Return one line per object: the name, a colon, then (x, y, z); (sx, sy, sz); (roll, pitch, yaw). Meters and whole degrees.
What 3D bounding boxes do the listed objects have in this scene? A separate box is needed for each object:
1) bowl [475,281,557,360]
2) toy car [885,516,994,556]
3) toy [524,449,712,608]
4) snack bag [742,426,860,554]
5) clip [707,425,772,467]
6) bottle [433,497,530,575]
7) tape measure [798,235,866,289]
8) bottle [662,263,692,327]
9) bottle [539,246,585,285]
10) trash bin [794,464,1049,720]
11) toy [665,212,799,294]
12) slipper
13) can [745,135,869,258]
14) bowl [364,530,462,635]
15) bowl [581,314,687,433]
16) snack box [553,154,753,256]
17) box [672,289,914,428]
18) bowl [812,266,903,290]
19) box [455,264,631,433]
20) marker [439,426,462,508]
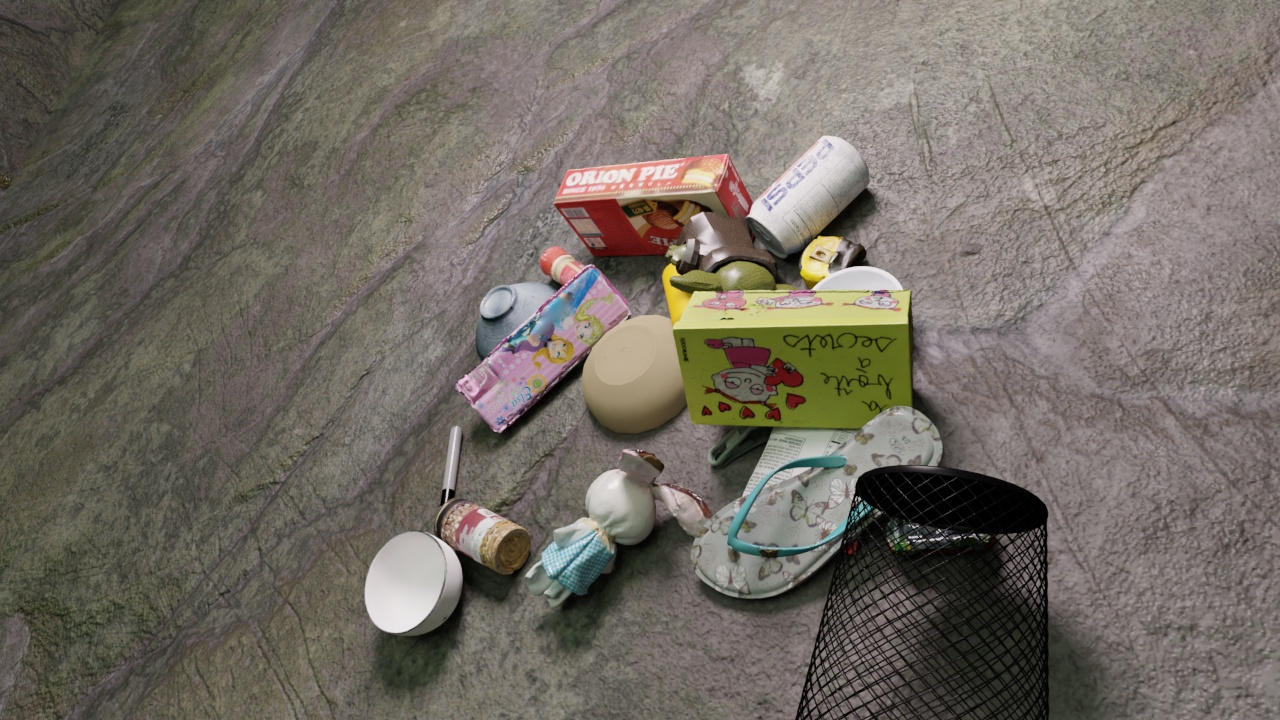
bowl: (-0.174, -0.062, 1.210); (0.137, 0.057, 0.136); (-16, 51, 21)
toy car: (0.262, 0.151, 0.808); (0.091, 0.036, 0.042); (-8, 56, 21)
toy: (-0.035, 0.177, 0.953); (0.205, 0.131, 0.105); (-44, 16, 8)
snack bag: (0.173, 0.104, 0.895); (0.131, 0.039, 0.143); (13, 67, 35)
clip: (0.101, 0.086, 0.959); (0.076, 0.059, 0.023); (-40, 44, 20)
bottle: (-0.178, 0.196, 1.031); (0.105, 0.056, 0.056); (17, 68, 38)
tape measure: (0.209, -0.108, 1.024); (0.064, 0.037, 0.065); (24, 73, 39)
bottle: (0.054, -0.063, 1.057); (0.043, 0.043, 0.143); (-27, 33, 12)
bottle: (-0.089, -0.112, 1.203); (0.044, 0.044, 0.109); (-47, 48, -6)
trash bin: (0.219, 0.202, 0.686); (0.184, 0.184, 0.209); (1, 65, 32)
toy: (0.099, -0.101, 1.031); (0.152, 0.179, 0.078); (-110, 34, -47)
slipper: (0.155, 0.138, 0.838); (0.269, 0.054, 0.098); (-36, 66, 19)
can: (0.193, -0.189, 1.062); (0.136, 0.078, 0.078); (-44, 47, -3)
bowl: (-0.244, 0.251, 1.023); (0.114, 0.063, 0.113); (-13, 61, 24)
bowl: (-0.006, 0.006, 1.064); (0.153, 0.050, 0.152); (-16, 52, 21)
snack box: (0.019, -0.188, 1.144); (0.237, 0.113, 0.060); (3, 59, 33)
box: (0.154, -0.002, 0.894); (0.221, 0.124, 0.080); (3, 34, 21)
bowl: (0.227, -0.042, 0.964); (0.110, 0.040, 0.109); (-16, 52, 21)
box: (-0.118, -0.015, 1.125); (0.230, 0.053, 0.084); (-42, 87, -2)
marker: (-0.234, 0.144, 1.129); (0.016, 0.016, 0.140); (-16, 52, 21)
